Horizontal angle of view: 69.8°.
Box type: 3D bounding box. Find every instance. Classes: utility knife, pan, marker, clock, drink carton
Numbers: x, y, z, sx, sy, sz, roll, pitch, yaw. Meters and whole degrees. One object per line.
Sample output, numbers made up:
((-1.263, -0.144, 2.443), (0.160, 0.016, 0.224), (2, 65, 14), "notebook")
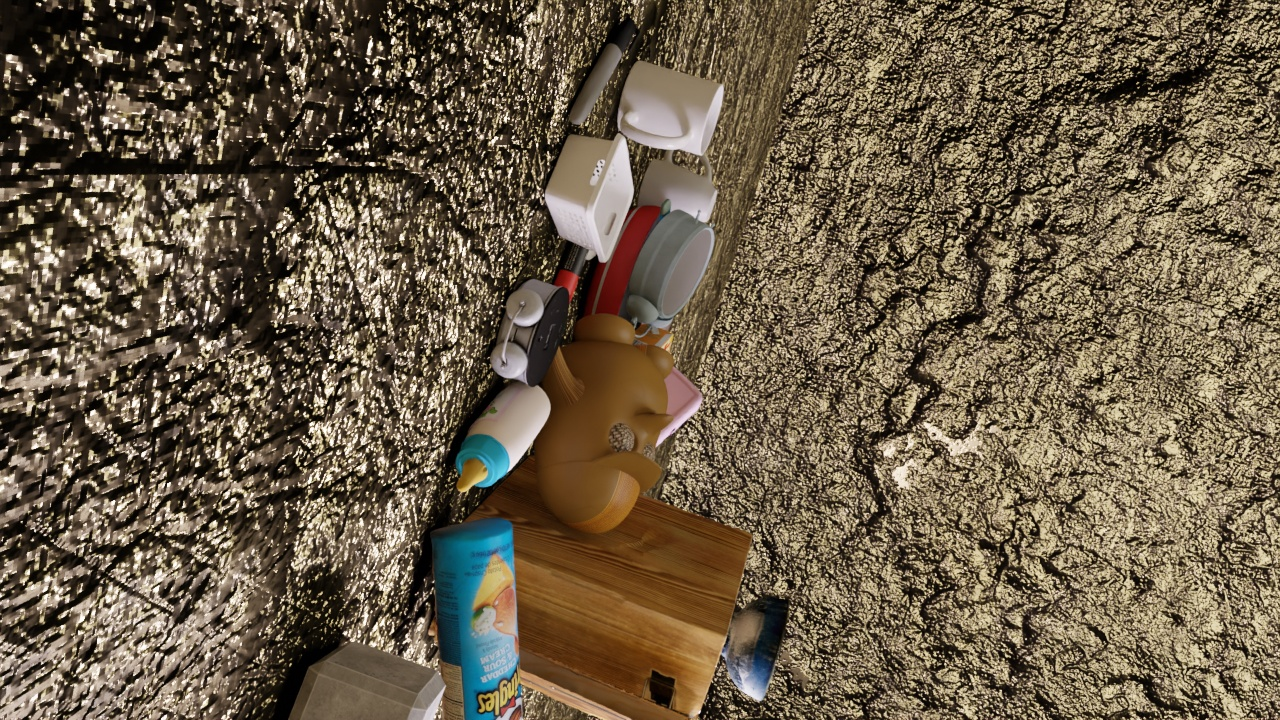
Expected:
((0.022, -0.129, 1.090), (0.174, 0.015, 0.031), (95, 18, -52), "utility knife")
((-0.028, -0.030, 1.172), (0.208, 0.067, 0.357), (-58, 165, -56), "pan")
((-0.030, -0.254, 0.802), (0.016, 0.022, 0.138), (114, -2, -61), "marker")
((-0.100, -0.025, 0.817), (0.122, 0.035, 0.094), (-21, 130, -79), "clock")
((-0.060, -0.115, 0.920), (0.023, 0.021, 0.145), (34, 73, -58), "marker")
((-0.007, 0.006, 1.096), (0.122, 0.041, 0.058), (-45, 153, -52), "drink carton")
((0.031, -0.098, 1.059), (0.159, 0.045, 0.122), (-64, 163, 5), "clock")

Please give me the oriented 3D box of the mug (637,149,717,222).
((0.056, -0.231, 1.190), (0.071, 0.089, 0.107), (29, 80, -82), "mug")

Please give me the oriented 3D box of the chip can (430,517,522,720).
((-0.144, 0.257, 0.813), (0.079, 0.080, 0.229), (-30, 119, -78), "chip can")

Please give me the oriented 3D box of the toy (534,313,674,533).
((-0.039, 0.071, 0.931), (0.198, 0.163, 0.203), (35, 52, -42), "toy")

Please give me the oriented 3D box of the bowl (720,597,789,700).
((0.122, 0.314, 1.024), (0.114, 0.061, 0.114), (19, 88, -83), "bowl")

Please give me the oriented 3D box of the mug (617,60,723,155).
((0.025, -0.249, 0.936), (0.110, 0.090, 0.074), (-63, 169, -45), "mug")

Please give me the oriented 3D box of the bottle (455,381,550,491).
((-0.125, 0.070, 0.802), (0.145, 0.051, 0.051), (-58, 165, -57), "bottle")

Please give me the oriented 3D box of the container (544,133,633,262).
((-0.046, -0.150, 0.832), (0.129, 0.049, 0.080), (75, 34, -76), "container")

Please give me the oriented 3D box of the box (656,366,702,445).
((-0.021, 0.090, 1.151), (0.201, 0.088, 0.096), (-37, 168, -35), "box")

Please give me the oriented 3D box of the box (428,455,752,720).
((-0.053, 0.272, 0.956), (0.256, 0.279, 0.216), (-43, 152, -73), "box")

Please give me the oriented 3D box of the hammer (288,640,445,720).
((-0.209, 0.302, 0.744), (0.318, 0.083, 0.162), (106, 4, -83), "hammer")

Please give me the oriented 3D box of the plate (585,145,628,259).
((-0.033, -0.173, 1.004), (0.134, 0.011, 0.134), (20, 88, -82), "plate")

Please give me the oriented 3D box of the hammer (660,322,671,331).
((0.001, 0.045, 1.265), (0.217, 0.037, 0.301), (-100, -154, -54), "hammer")
